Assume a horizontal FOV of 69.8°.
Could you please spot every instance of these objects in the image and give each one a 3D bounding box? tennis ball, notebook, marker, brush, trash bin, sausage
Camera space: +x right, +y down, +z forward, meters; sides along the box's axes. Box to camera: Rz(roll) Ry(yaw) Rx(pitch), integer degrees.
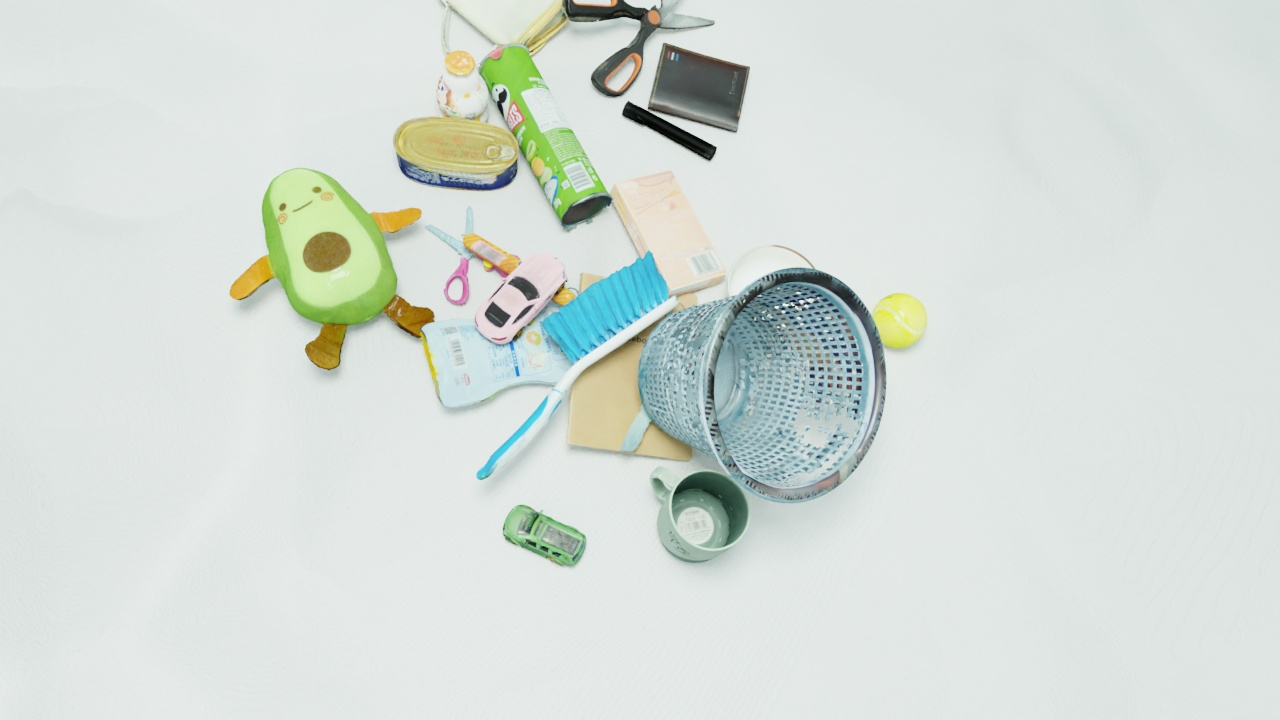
[{"bbox_3d":[0.309,-0.048,1.097,0.065,0.066,0.065,2,69,-7],"label":"tennis ball"},{"bbox_3d":[-0.006,0.006,1.052,0.147,0.008,0.207,10,69,-16],"label":"notebook"},{"bbox_3d":[0.037,-0.295,1.178,0.132,0.020,0.022,29,52,4],"label":"marker"},{"bbox_3d":[-0.076,-0.002,0.997,0.313,0.061,0.109,-35,92,-24],"label":"brush"},{"bbox_3d":[0.106,0.020,0.956,0.226,0.195,0.226,-2,94,-30],"label":"trash bin"},{"bbox_3d":[-0.140,-0.105,1.061,0.165,0.021,0.021,32,69,9],"label":"sausage"}]

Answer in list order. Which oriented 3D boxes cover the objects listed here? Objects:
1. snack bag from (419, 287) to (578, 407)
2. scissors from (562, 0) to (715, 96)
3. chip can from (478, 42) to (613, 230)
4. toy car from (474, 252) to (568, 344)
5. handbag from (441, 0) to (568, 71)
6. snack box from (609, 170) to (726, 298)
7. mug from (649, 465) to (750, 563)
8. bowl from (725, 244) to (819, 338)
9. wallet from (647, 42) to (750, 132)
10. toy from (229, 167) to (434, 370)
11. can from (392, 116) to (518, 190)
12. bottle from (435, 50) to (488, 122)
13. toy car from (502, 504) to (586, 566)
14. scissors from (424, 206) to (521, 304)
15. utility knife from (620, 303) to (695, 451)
[{"bbox_3d":[-0.145,-0.015,1.039,0.190,0.039,0.110,-14,64,-20],"label":"snack bag"},{"bbox_3d":[-0.003,-0.436,1.206,0.220,0.022,0.222,13,87,-29],"label":"scissors"},{"bbox_3d":[-0.118,-0.275,1.122,0.072,0.072,0.236,-25,75,-16],"label":"chip can"},{"bbox_3d":[-0.133,-0.072,1.020,0.056,0.037,0.122,38,75,10],"label":"toy car"},{"bbox_3d":[-0.197,-0.456,1.195,0.163,0.063,0.178,42,85,9],"label":"handbag"},{"bbox_3d":[0.033,-0.154,1.113,0.084,0.026,0.157,-18,72,-27],"label":"snack box"},{"bbox_3d":[0.053,0.158,0.965,0.112,0.106,0.082,42,71,8],"label":"mug"},{"bbox_3d":[0.153,-0.073,1.089,0.113,0.062,0.113,2,68,-6],"label":"bowl"},{"bbox_3d":[0.077,-0.357,1.203,0.122,0.020,0.096,14,78,-4],"label":"wallet"},{"bbox_3d":[-0.345,-0.114,1.025,0.226,0.090,0.246,-27,78,-23],"label":"toy"},{"bbox_3d":[-0.222,-0.249,1.111,0.148,0.049,0.074,4,69,-6],"label":"can"},{"bbox_3d":[-0.216,-0.325,1.109,0.063,0.109,0.063,3,68,-7],"label":"bottle"},{"bbox_3d":[-0.102,0.185,0.975,0.091,0.036,0.043,22,70,5],"label":"toy car"},{"bbox_3d":[-0.206,-0.121,1.086,0.133,0.017,0.128,31,72,9],"label":"scissors"},{"bbox_3d":[0.027,0.019,1.046,0.029,0.013,0.208,34,61,-9],"label":"utility knife"}]
